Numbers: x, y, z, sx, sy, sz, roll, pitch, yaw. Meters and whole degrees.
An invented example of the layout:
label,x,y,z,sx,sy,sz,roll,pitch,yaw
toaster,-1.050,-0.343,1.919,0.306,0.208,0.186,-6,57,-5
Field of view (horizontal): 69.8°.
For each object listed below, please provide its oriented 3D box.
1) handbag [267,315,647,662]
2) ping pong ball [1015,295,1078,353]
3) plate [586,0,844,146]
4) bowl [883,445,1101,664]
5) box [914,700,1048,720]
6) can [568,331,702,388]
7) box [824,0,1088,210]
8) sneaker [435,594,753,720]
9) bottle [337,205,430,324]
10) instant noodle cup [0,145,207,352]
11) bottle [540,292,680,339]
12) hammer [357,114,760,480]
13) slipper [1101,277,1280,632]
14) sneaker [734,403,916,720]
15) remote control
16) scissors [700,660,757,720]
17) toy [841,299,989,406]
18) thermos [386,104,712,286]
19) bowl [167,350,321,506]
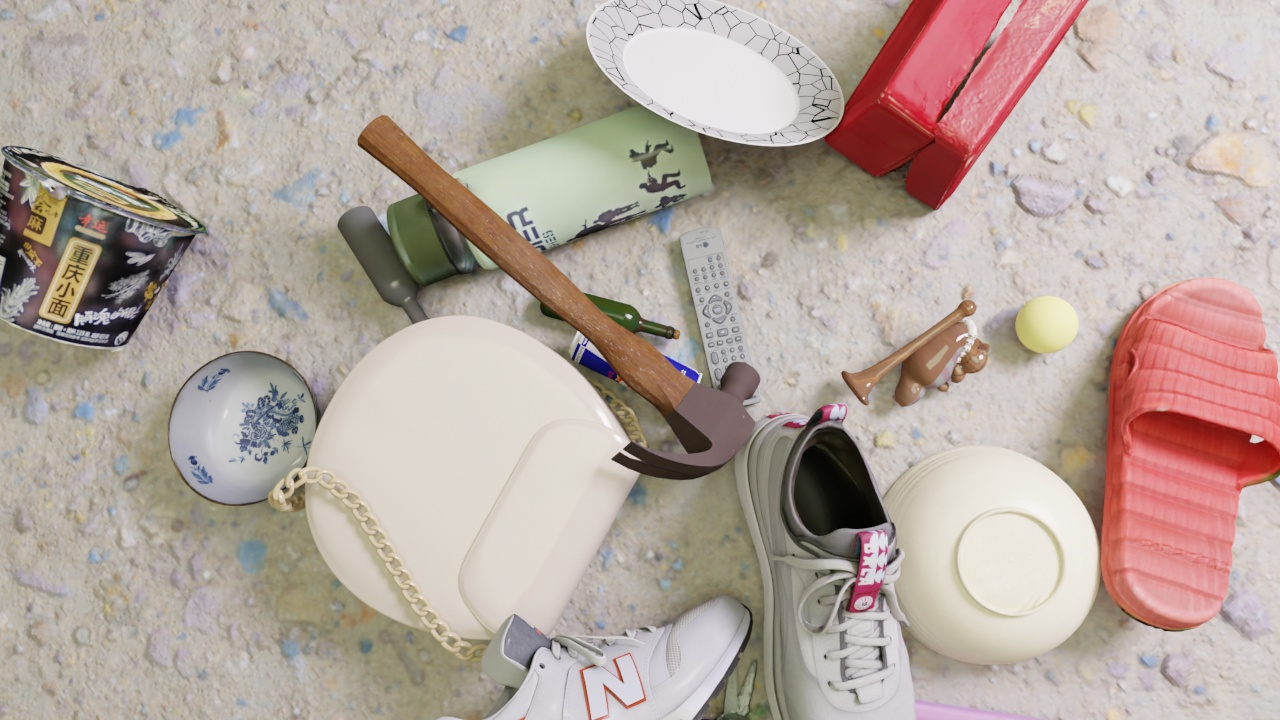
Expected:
label,x,y,z,sx,sy,sz,roll,pitch,yaw
handbag,-0.120,0.079,0.637,0.208,0.103,0.210,29,88,5
ping pong ball,0.282,-0.025,0.638,0.040,0.040,0.040,-1,82,6
plate,0.052,-0.204,0.651,0.188,0.016,0.188,10,46,-11
bowl,0.234,0.129,0.606,0.151,0.075,0.150,-1,82,5
box,0.236,0.310,0.607,0.214,0.035,0.151,6,87,7
can,-0.004,0.004,0.662,0.095,0.032,0.032,26,86,-1
box,0.213,-0.203,0.626,0.110,0.134,0.157,36,86,6
sneaker,-0.037,0.203,0.573,0.124,0.089,0.239,45,54,4
bottle,-0.189,-0.065,0.692,0.030,0.030,0.113,-36,73,0
instant noodle cup,-0.416,-0.078,0.680,0.137,0.137,0.112,28,95,9
bottle,-0.022,-0.032,0.679,0.106,0.025,0.025,15,84,8
hammer,-0.057,-0.045,0.611,0.323,0.033,0.115,42,54,-2
slipper,0.358,0.048,0.590,0.103,0.059,0.248,21,71,4
sneaker,0.128,0.151,0.570,0.096,0.129,0.262,-8,76,-8
remote control,0.058,-0.032,0.676,0.033,0.013,0.136,-13,81,4
scissors,0.057,0.286,0.633,0.148,0.019,0.123,-41,80,-2
toy,0.198,0.002,0.642,0.102,0.041,0.055,-37,119,10
thermos,-0.069,-0.122,0.667,0.231,0.082,0.082,-19,81,3
bowl,-0.287,0.051,0.686,0.114,0.045,0.114,-1,83,6
